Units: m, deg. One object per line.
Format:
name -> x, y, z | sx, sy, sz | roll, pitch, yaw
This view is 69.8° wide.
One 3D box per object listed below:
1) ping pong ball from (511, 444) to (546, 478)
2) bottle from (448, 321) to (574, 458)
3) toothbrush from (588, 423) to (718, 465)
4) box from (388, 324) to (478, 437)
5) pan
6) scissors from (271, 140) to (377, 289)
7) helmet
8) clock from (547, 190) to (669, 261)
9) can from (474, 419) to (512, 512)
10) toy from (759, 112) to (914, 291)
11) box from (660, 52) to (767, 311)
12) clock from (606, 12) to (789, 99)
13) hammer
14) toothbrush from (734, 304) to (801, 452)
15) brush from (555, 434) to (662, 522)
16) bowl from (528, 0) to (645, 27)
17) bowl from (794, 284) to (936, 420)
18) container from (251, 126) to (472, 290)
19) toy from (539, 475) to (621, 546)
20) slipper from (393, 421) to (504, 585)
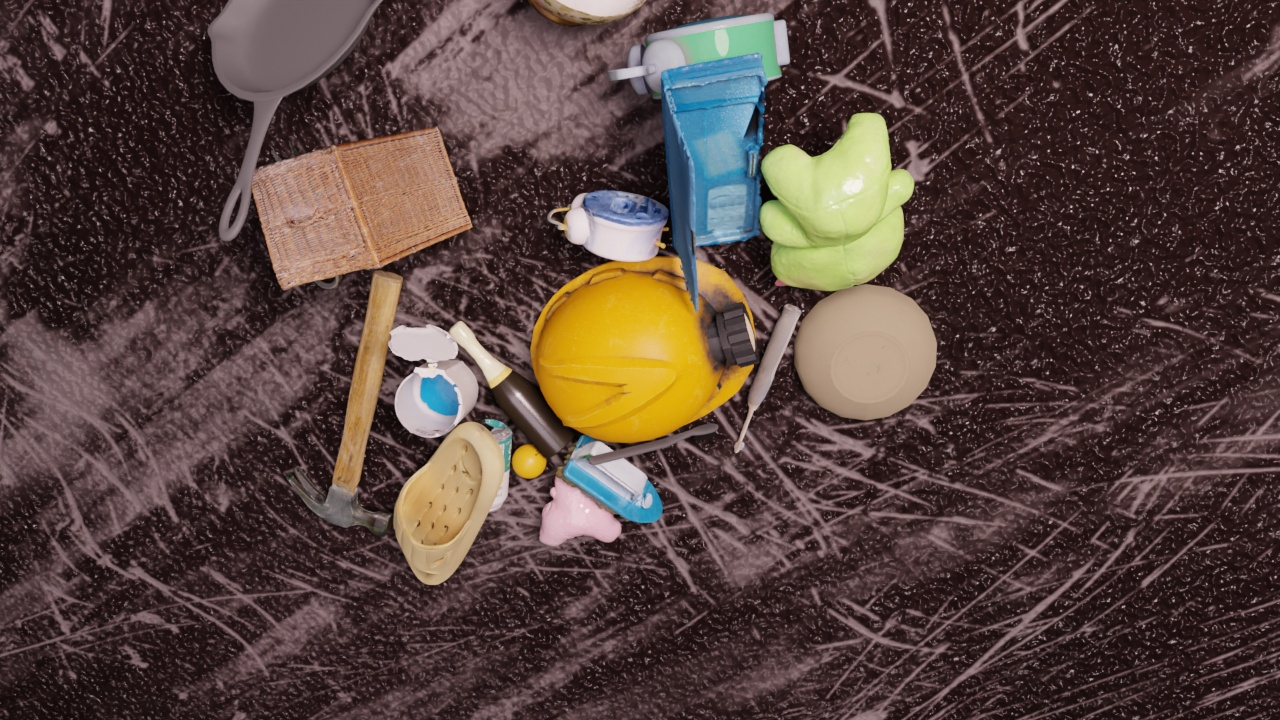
ping pong ball -> -0.130, 0.118, 1.074 | 0.040, 0.040, 0.040 | 2, 111, 6
bottle -> -0.150, 0.030, 1.040 | 0.045, 0.045, 0.184 | -36, 103, 18
toothbrush -> 0.017, 0.093, 1.012 | 0.167, 0.013, 0.013 | -11, 127, -30
box -> -0.226, 0.014, 0.997 | 0.084, 0.146, 0.136 | 7, 100, -2
pan -> -0.331, -0.267, 0.854 | 0.217, 0.024, 0.353 | -1, 69, 23
scissors -> -0.357, -0.152, 1.013 | 0.165, 0.012, 0.150 | 29, 110, -7
helmet -> -0.006, 0.006, 0.970 | 0.256, 0.131, 0.205 | -15, 109, 13
clock -> -0.033, -0.142, 0.940 | 0.125, 0.088, 0.052 | 11, 118, 2
can -> -0.180, 0.123, 1.074 | 0.055, 0.054, 0.102 | 8, 111, 3
toy -> 0.189, -0.130, 0.878 | 0.150, 0.107, 0.197 | -19, 140, 10
box -> 0.075, -0.152, 0.842 | 0.094, 0.112, 0.232 | -10, 151, -2
clock -> 0.049, -0.274, 0.852 | 0.161, 0.122, 0.075 | -15, 109, -13
hammer -> -0.330, 0.051, 1.079 | 0.132, 0.033, 0.331 | 18, 111, 1
toothbrush -> 0.136, 0.025, 1.018 | 0.022, 0.024, 0.186 | 35, 117, 36
brush -> -0.023, 0.141, 1.042 | 0.136, 0.055, 0.075 | 39, 149, -23
bowl -> -0.064, -0.361, 0.856 | 0.145, 0.144, 0.063 | 36, 148, -7
bowl -> 0.242, -0.001, 0.979 | 0.152, 0.050, 0.152 | 2, 111, 6
container -> -0.270, -0.155, 0.904 | 0.114, 0.198, 0.113 | -9, 105, 22
toy -> -0.075, 0.173, 1.082 | 0.099, 0.052, 0.096 | -6, 107, 4
slipper -> -0.239, 0.169, 1.050 | 0.111, 0.079, 0.262 | 53, 129, 21
